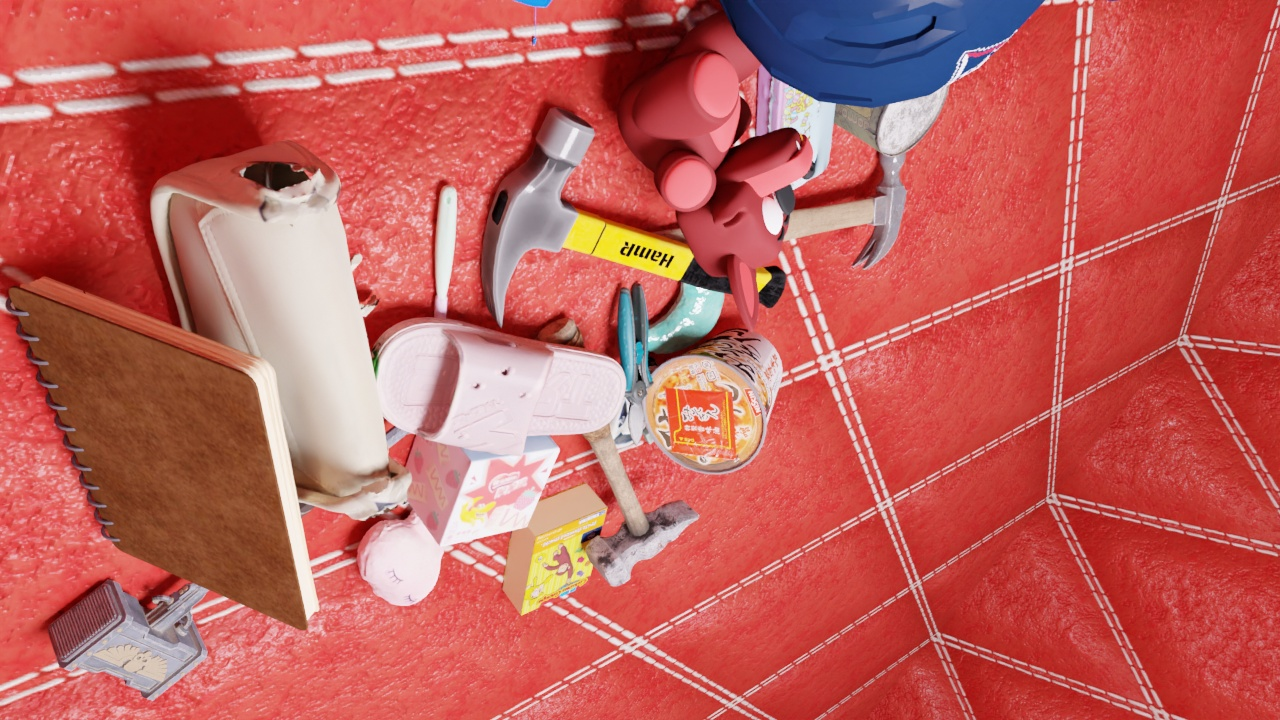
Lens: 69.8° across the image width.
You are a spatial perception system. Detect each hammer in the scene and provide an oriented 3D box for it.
[{"bbox_3d":[0.012,-0.085,0.771,0.324,0.034,0.170,10,119,-42],"label":"hammer"},{"bbox_3d":[-0.278,0.126,0.708,0.321,0.044,0.098,-39,145,-11],"label":"hammer"},{"bbox_3d":[0.137,-0.128,0.872,0.330,0.031,0.119,-15,114,-33],"label":"hammer"},{"bbox_3d":[-0.031,0.088,0.880,0.121,0.049,0.319,-34,131,-17],"label":"hammer"}]

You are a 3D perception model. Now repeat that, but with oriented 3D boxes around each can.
[{"bbox_3d":[0.218,-0.240,0.823,0.089,0.074,0.090,-29,144,-24],"label":"can"}]

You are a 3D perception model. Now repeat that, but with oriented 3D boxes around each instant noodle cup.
[{"bbox_3d":[0.082,0.029,0.906,0.121,0.123,0.124,-43,157,-56],"label":"instant noodle cup"}]

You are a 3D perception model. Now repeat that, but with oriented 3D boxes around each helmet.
[{"bbox_3d":[0.166,-0.268,0.575,0.231,0.272,0.223,-47,156,-67],"label":"helmet"}]

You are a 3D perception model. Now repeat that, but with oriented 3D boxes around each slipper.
[{"bbox_3d":[-0.098,0.029,0.722,0.238,0.064,0.094,7,110,-42],"label":"slipper"}]

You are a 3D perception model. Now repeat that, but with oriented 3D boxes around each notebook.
[{"bbox_3d":[-0.278,0.062,0.549,0.024,0.167,0.226,-58,162,-47],"label":"notebook"}]

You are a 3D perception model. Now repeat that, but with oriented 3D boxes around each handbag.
[{"bbox_3d":[-0.187,-0.023,0.545,0.131,0.184,0.229,-30,127,-32],"label":"handbag"}]

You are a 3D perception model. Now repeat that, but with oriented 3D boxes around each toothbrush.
[{"bbox_3d":[-0.146,-0.060,0.678,0.022,0.015,0.155,5,128,-11],"label":"toothbrush"}]

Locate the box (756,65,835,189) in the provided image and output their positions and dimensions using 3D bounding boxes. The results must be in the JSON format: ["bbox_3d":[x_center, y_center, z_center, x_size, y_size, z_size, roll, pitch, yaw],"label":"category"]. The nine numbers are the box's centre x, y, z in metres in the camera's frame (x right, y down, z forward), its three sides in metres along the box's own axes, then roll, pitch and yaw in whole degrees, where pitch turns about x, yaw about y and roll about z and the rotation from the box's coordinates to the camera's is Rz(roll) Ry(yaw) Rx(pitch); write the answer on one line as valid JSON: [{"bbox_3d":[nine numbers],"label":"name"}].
[{"bbox_3d":[0.135,-0.237,0.775,0.076,0.033,0.214,-31,143,-21],"label":"box"}]

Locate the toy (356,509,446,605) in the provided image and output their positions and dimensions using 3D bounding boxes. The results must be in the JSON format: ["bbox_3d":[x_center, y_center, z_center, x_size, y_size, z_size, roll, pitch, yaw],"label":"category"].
[{"bbox_3d":[-0.203,0.167,0.825,0.105,0.053,0.108,-50,147,-21],"label":"toy"}]

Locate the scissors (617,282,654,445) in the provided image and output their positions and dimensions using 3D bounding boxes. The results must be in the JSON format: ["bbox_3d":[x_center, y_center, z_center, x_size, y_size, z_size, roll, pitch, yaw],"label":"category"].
[{"bbox_3d":[-0.002,0.002,0.842,0.137,0.019,0.136,-61,139,-27],"label":"scissors"}]

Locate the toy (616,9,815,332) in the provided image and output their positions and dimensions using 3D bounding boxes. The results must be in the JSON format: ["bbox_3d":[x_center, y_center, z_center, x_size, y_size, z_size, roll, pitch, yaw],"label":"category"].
[{"bbox_3d":[0.066,-0.143,0.684,0.121,0.158,0.197,-16,119,25],"label":"toy"}]

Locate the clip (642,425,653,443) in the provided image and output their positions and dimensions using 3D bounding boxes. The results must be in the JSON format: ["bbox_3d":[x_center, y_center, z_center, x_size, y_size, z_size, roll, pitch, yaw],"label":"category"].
[{"bbox_3d":[0.028,0.053,0.967,0.076,0.044,0.023,-38,146,-10],"label":"clip"}]

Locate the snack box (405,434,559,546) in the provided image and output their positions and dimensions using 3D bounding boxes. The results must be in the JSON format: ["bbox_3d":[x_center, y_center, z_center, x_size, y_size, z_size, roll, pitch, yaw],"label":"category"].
[{"bbox_3d":[-0.138,0.093,0.786,0.092,0.079,0.095,-4,127,-45],"label":"snack box"}]

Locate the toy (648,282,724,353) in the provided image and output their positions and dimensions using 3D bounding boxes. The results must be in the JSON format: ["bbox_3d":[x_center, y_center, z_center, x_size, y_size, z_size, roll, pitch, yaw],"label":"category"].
[{"bbox_3d":[0.039,-0.052,0.870,0.085,0.033,0.105,15,112,-36],"label":"toy"}]

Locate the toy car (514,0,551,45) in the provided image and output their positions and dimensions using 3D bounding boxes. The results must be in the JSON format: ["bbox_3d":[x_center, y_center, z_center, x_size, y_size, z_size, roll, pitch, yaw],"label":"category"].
[{"bbox_3d":[-0.062,-0.248,0.573,0.033,0.062,0.092,13,103,-3],"label":"toy car"}]

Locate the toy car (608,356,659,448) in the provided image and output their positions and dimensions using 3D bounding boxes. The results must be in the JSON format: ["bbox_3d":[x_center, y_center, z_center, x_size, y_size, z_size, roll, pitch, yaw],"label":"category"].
[{"bbox_3d":[-0.009,0.045,0.916,0.047,0.033,0.106,-10,131,-38],"label":"toy car"}]

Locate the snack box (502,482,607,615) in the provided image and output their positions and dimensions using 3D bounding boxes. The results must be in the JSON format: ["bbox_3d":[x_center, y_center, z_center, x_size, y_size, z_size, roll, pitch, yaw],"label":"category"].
[{"bbox_3d":[-0.093,0.201,0.978,0.088,0.040,0.126,-17,136,-35],"label":"snack box"}]
